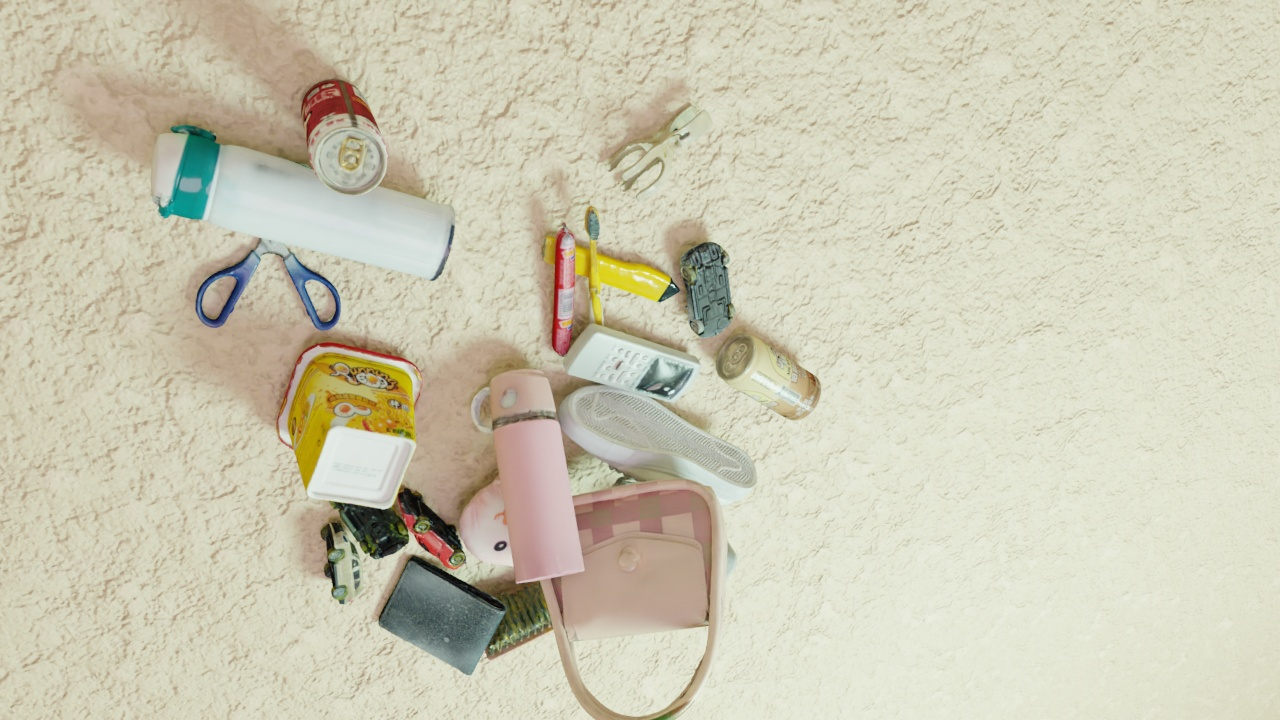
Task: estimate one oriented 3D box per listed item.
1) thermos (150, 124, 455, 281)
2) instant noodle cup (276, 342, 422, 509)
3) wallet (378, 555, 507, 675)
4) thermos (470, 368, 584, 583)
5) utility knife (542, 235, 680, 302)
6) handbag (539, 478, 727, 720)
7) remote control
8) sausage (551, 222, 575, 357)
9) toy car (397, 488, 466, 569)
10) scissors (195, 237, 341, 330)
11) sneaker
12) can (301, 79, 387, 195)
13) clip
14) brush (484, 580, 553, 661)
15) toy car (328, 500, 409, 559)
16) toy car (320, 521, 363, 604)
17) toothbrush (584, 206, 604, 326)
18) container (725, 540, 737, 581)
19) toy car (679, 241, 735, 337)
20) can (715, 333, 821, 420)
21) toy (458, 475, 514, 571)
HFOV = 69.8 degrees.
[{"bbox_3d":[-0.264,-0.124,0.728,0.224,0.073,0.073,13,113,-28],"label":"thermos"},{"bbox_3d":[-0.255,0.062,0.817,0.116,0.123,0.116,15,113,-29],"label":"instant noodle cup"},{"bbox_3d":[-0.217,0.278,0.996,0.121,0.019,0.097,29,107,0],"label":"wallet"},{"bbox_3d":[-0.112,0.111,0.879,0.087,0.198,0.067,-17,167,16],"label":"thermos"},{"bbox_3d":[-0.028,-0.088,0.887,0.153,0.015,0.033,18,121,-30],"label":"utility knife"},{"bbox_3d":[-0.004,0.238,0.889,0.193,0.233,0.093,-11,148,10],"label":"handbag"},{"bbox_3d":[-0.006,0.005,0.937,0.150,0.021,0.058,17,122,-36],"label":"remote control"},{"bbox_3d":[-0.072,-0.064,0.869,0.020,0.020,0.156,-9,133,-18],"label":"sausage"},{"bbox_3d":[-0.218,0.174,0.947,0.031,0.049,0.106,-34,128,-3],"label":"toy car"},{"bbox_3d":[-0.311,-0.087,0.773,0.175,0.012,0.162,-39,125,2],"label":"scissors"},{"bbox_3d":[0.006,0.103,0.982,0.242,0.089,0.091,25,130,-26],"label":"sneaker"},{"bbox_3d":[-0.222,-0.168,0.685,0.053,0.132,0.053,-11,123,-17],"label":"can"},{"bbox_3d":[0.010,-0.194,0.841,0.104,0.084,0.035,-54,127,-17],"label":"clip"},{"bbox_3d":[-0.117,0.286,1.054,0.145,0.063,0.073,-23,155,-11],"label":"brush"},{"bbox_3d":[-0.273,0.151,0.921,0.048,0.032,0.105,-28,115,-5],"label":"toy car"},{"bbox_3d":[-0.304,0.204,0.934,0.035,0.042,0.091,-14,125,-27],"label":"toy car"},{"bbox_3d":[-0.042,-0.063,0.879,0.016,0.018,0.192,-8,132,-9],"label":"toothbrush"},{"bbox_3d":[0.032,0.223,1.059,0.114,0.090,0.090,23,108,-29],"label":"container"},{"bbox_3d":[0.066,-0.071,0.926,0.048,0.031,0.106,-26,129,-18],"label":"toy car"},{"bbox_3d":[0.140,0.019,0.997,0.116,0.058,0.058,29,105,-33],"label":"can"},{"bbox_3d":[-0.123,0.180,0.991,0.121,0.054,0.159,-36,134,-2],"label":"toy"}]
